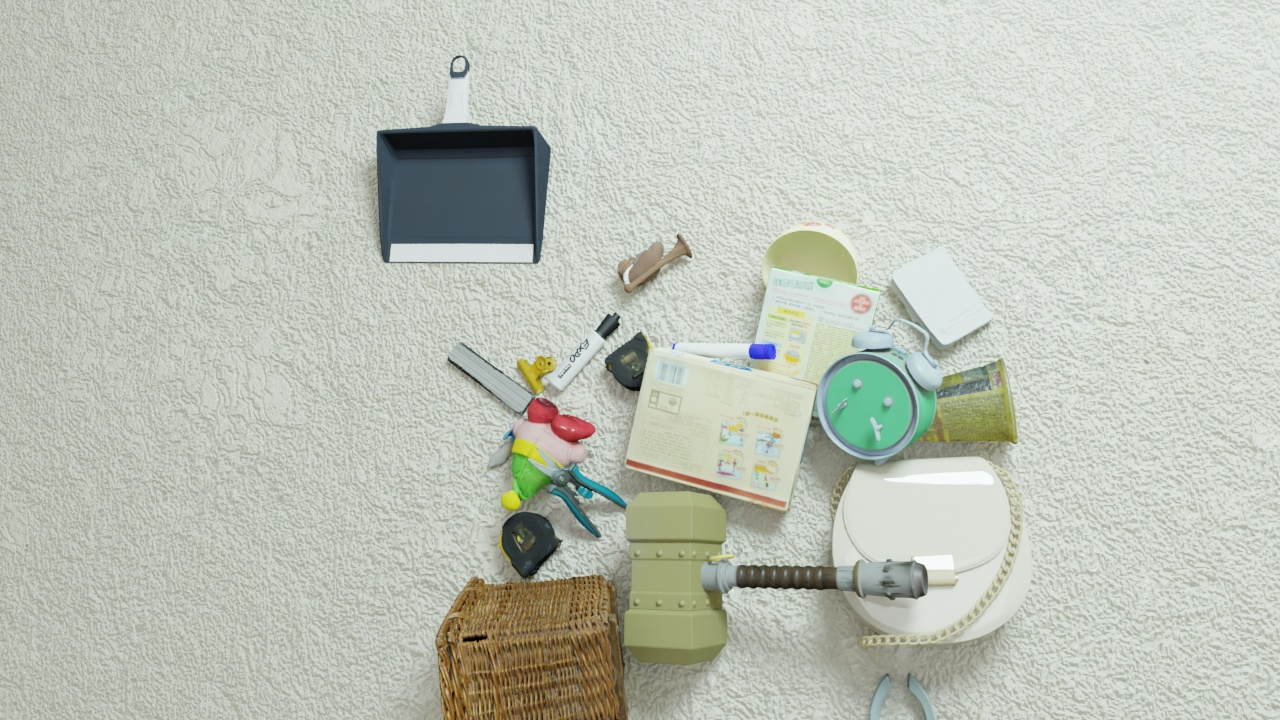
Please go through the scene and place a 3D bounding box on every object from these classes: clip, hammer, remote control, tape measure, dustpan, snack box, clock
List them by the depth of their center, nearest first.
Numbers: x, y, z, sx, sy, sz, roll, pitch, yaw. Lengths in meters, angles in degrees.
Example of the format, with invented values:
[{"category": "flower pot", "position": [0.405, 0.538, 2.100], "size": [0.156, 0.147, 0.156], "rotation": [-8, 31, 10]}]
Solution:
[{"category": "hammer", "position": [0.149, 0.241, 1.016], "size": [0.326, 0.100, 0.190], "rotation": [-6, 76, 27]}, {"category": "clock", "position": [0.271, 0.030, 1.030], "size": [0.122, 0.075, 0.162], "rotation": [34, 120, 29]}, {"category": "clip", "position": [0.281, 0.438, 1.032], "size": [0.108, 0.028, 0.163], "rotation": [-8, 76, 11]}, {"category": "snack box", "position": [0.206, -0.018, 1.114], "size": [0.132, 0.027, 0.168], "rotation": [15, 106, 15]}, {"category": "snack box", "position": [0.099, 0.080, 1.114], "size": [0.207, 0.055, 0.153], "rotation": [14, 96, 14]}, {"category": "tape measure", "position": [-0.142, 0.228, 1.157], "size": [0.072, 0.042, 0.071], "rotation": [43, 92, 19]}, {"category": "tape measure", "position": [-0.007, 0.007, 1.178], "size": [0.067, 0.038, 0.062], "rotation": [-34, 74, 2]}, {"category": "clip", "position": [-0.136, 0.011, 1.209], "size": [0.046, 0.035, 0.053], "rotation": [-37, 72, 10]}, {"category": "remote control", "position": [-0.201, 0.023, 1.228], "size": [0.136, 0.013, 0.033], "rotation": [35, 88, 15]}, {"category": "dustpan", "position": [-0.250, -0.278, 1.268], "size": [0.236, 0.080, 0.272], "rotation": [2, 78, 12]}]

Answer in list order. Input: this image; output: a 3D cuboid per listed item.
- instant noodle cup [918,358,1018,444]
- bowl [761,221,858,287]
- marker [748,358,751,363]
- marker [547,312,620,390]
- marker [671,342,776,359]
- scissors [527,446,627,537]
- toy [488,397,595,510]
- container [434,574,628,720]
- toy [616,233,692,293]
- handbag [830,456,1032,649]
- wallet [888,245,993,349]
[{"category": "instant noodle cup", "position": [0.374, 0.055, 1.066], "size": [0.108, 0.102, 0.102], "rotation": [-9, 76, 18]}, {"category": "bowl", "position": [0.216, -0.126, 1.138], "size": [0.118, 0.118, 0.073], "rotation": [15, 39, 14]}, {"category": "marker", "position": [0.200, -0.021, 1.153], "size": [0.134, 0.020, 0.017], "rotation": [-21, 70, 8]}, {"category": "marker", "position": [-0.071, -0.014, 1.203], "size": [0.025, 0.025, 0.126], "rotation": [42, 89, 17]}, {"category": "marker", "position": [0.102, -0.011, 1.140], "size": [0.142, 0.020, 0.020], "rotation": [1, 77, 38]}, {"category": "scissors", "position": [-0.076, 0.162, 1.136], "size": [0.149, 0.019, 0.122], "rotation": [3, 102, -19]}, {"category": "toy", "position": [-0.136, 0.118, 1.158], "size": [0.124, 0.096, 0.131], "rotation": [27, 104, 22]}, {"category": "container", "position": [-0.111, 0.335, 1.020], "size": [0.183, 0.250, 0.162], "rotation": [-7, 91, -1]}, {"category": "toy", "position": [0.012, -0.127, 1.201], "size": [0.101, 0.041, 0.055], "rotation": [-38, 34, -8]}, {"category": "handbag", "position": [0.325, 0.217, 1.043], "size": [0.211, 0.103, 0.208], "rotation": [-4, 69, 10]}, {"category": "wallet", "position": [0.367, -0.075, 1.126], "size": [0.086, 0.032, 0.116], "rotation": [-26, 72, -6]}]
